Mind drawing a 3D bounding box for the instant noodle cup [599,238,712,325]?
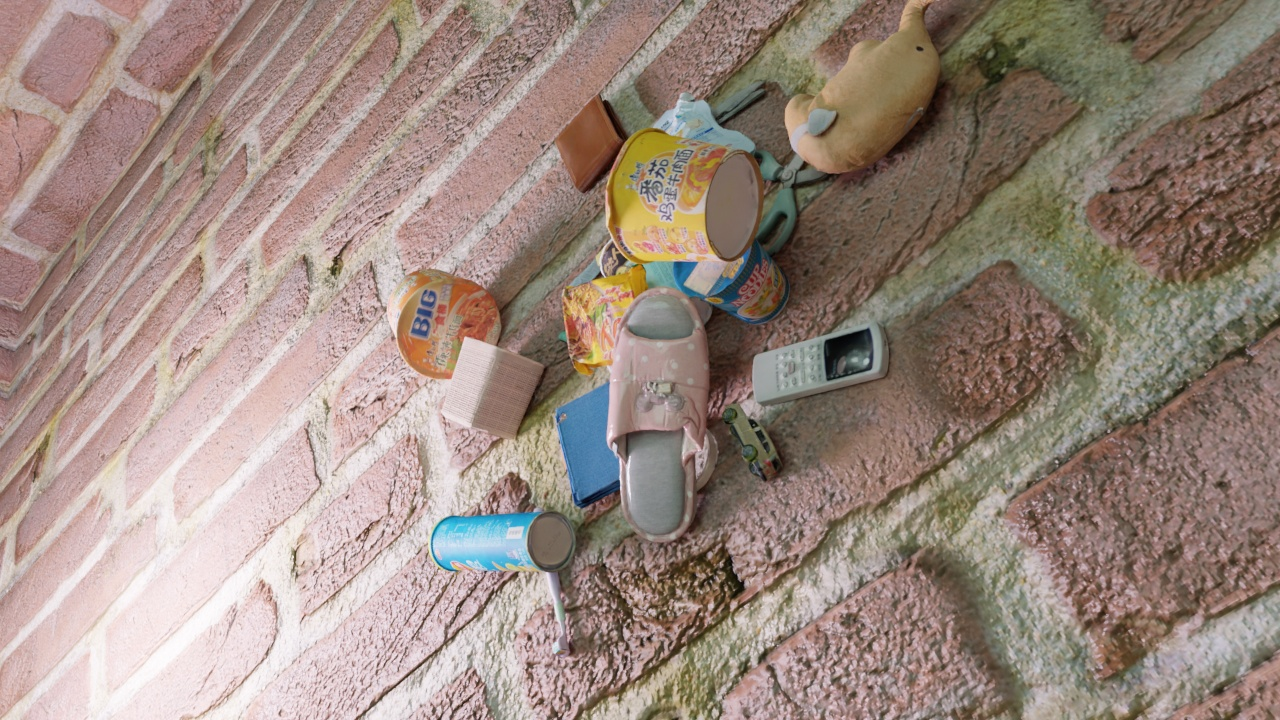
[{"bbox_3d":[0.025,-0.088,1.075,0.111,0.111,0.120,-41,55,19],"label":"instant noodle cup"}]

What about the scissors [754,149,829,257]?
[{"bbox_3d":[0.141,-0.182,1.072,0.171,0.019,0.179,1,70,41],"label":"scissors"}]

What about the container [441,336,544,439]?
[{"bbox_3d":[-0.199,0.039,1.222,0.090,0.090,0.111,15,84,45],"label":"container"}]

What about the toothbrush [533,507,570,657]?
[{"bbox_3d":[-0.107,0.255,1.081,0.021,0.029,0.189,-10,52,-8],"label":"toothbrush"}]

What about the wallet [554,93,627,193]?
[{"bbox_3d":[-0.071,-0.312,1.320,0.101,0.032,0.124,-42,47,22],"label":"wallet"}]

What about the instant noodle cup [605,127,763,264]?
[{"bbox_3d":[0.050,-0.157,0.911,0.110,0.138,0.138,14,80,35],"label":"instant noodle cup"}]

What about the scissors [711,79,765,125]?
[{"bbox_3d":[0.071,-0.284,1.188,0.207,0.015,0.192,13,77,45],"label":"scissors"}]

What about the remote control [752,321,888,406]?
[{"bbox_3d":[0.181,0.004,0.942,0.150,0.021,0.058,-18,59,36],"label":"remote control"}]

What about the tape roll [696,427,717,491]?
[{"bbox_3d":[0.046,0.109,1.017,0.086,0.014,0.085,-19,58,34],"label":"tape roll"}]

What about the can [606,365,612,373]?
[{"bbox_3d":[-0.006,0.006,1.083,0.058,0.058,0.146,-47,46,14],"label":"can"}]

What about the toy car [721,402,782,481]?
[{"bbox_3d":[0.114,0.081,0.951,0.035,0.042,0.090,-29,54,1],"label":"toy car"}]

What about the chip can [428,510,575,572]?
[{"bbox_3d":[-0.169,0.218,1.100,0.211,0.071,0.071,-12,62,45],"label":"chip can"}]

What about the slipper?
[{"bbox_3d":[0.016,0.060,0.963,0.114,0.054,0.274,5,99,22],"label":"slipper"}]

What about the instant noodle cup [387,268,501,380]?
[{"bbox_3d":[-0.290,-0.061,1.318,0.151,0.151,0.111,-59,36,3],"label":"instant noodle cup"}]

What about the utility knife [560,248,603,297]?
[{"bbox_3d":[-0.028,-0.156,1.209,0.220,0.022,0.031,-42,66,11],"label":"utility knife"}]

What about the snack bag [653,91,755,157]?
[{"bbox_3d":[0.064,-0.264,1.146,0.110,0.038,0.191,-52,42,16],"label":"snack bag"}]

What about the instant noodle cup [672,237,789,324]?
[{"bbox_3d":[0.106,-0.092,0.994,0.099,0.110,0.099,-19,58,33],"label":"instant noodle cup"}]

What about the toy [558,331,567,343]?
[{"bbox_3d":[-0.069,-0.042,1.185,0.097,0.030,0.092,16,78,51],"label":"toy"}]

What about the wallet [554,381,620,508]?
[{"bbox_3d":[-0.049,0.098,1.092,0.106,0.040,0.133,-30,52,17],"label":"wallet"}]

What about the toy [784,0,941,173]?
[{"bbox_3d":[0.257,-0.297,0.981,0.226,0.082,0.143,-43,56,15],"label":"toy"}]

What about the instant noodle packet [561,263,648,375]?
[{"bbox_3d":[-0.035,-0.044,1.040,0.129,0.044,0.110,-12,88,43],"label":"instant noodle packet"}]
